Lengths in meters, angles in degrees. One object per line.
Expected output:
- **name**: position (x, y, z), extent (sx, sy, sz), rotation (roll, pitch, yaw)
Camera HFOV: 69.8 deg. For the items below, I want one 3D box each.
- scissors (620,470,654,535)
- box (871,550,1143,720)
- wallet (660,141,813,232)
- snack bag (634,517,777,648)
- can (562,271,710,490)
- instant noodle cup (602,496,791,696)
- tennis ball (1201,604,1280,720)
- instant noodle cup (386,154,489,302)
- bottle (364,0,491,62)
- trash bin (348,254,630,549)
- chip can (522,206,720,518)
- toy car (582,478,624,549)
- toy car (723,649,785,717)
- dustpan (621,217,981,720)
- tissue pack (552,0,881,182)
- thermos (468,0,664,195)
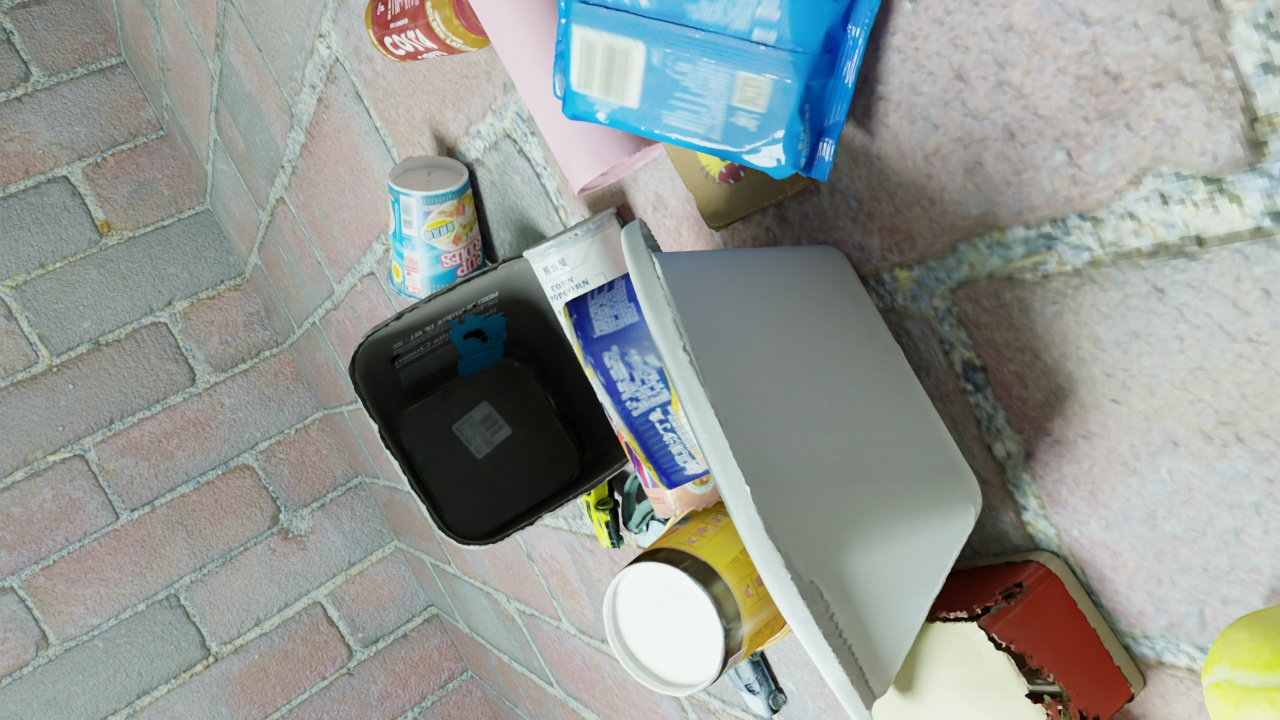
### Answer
- **scissors**: position (0.019, 0.147, 0.776), extent (0.179, 0.019, 0.170), rotation (-166, 74, -66)
- **box**: position (0.170, 0.168, 0.503), extent (0.091, 0.077, 0.169), rotation (58, 156, 5)
- **wallet**: position (0.036, -0.129, 0.484), extent (0.115, 0.033, 0.090), rotation (59, 154, -8)
- **snack bag**: position (0.051, 0.189, 0.794), extent (0.110, 0.038, 0.191), rotation (60, 158, -6)
- **can**: position (0.009, 0.014, 0.521), extent (0.074, 0.049, 0.148), rotation (-106, -11, -48)
- **instant noodle cup**: position (0.043, 0.165, 0.639), extent (0.119, 0.114, 0.118), rotation (7, 103, 30)
- **tennis ball**: position (0.242, 0.122, 0.333), extent (0.065, 0.065, 0.066), rotation (43, 150, 32)
- **instant noodle cup**: position (-0.190, -0.123, 0.841), extent (0.099, 0.099, 0.110), rotation (40, 142, 36)
- **bottle**: position (-0.142, -0.246, 0.651), extent (0.175, 0.057, 0.057), rotation (20, 135, 54)
- **trash bin**: position (-0.127, 0.051, 0.808), extent (0.198, 0.198, 0.220), rotation (58, 162, 6)
- **chip can**: position (-0.004, 0.004, 0.653), extent (0.071, 0.071, 0.215), rotation (-3, 116, 62)
- **toy car**: position (-0.037, 0.137, 0.860), extent (0.105, 0.032, 0.048), rotation (-105, 1, -65)
- **toy car**: position (0.095, 0.278, 0.815), extent (0.043, 0.034, 0.090), rotation (-5, 115, 59)
- **dustpan**: position (0.051, 0.051, 0.460), extent (0.258, 0.142, 0.222), rotation (102, 156, -48)
- **tissue pack**: position (0.027, -0.144, 0.413), extent (0.157, 0.052, 0.095), rotation (22, 126, 22)
- **thermos**: position (-0.065, -0.195, 0.542), extent (0.087, 0.067, 0.198), rotation (-28, 94, 32)
